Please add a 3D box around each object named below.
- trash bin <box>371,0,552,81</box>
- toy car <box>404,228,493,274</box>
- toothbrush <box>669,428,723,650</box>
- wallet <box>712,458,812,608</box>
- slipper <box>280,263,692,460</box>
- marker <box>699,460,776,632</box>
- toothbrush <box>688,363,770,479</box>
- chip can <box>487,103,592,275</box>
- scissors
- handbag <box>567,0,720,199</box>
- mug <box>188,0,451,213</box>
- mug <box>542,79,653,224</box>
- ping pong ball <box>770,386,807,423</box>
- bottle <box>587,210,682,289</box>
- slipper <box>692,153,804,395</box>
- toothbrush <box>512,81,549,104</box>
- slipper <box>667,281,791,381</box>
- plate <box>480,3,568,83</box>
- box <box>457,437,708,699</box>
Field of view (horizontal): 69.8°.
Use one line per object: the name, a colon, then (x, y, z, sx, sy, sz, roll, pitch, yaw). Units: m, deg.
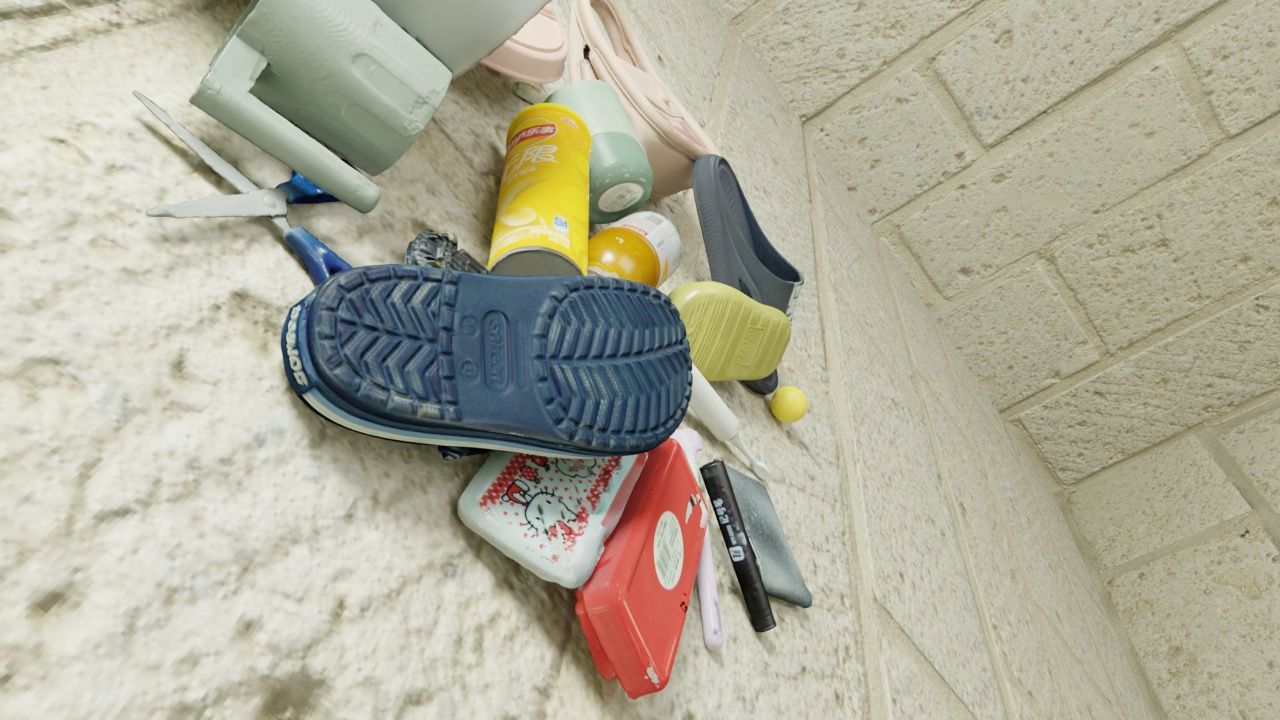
trash bin: (-0.172, -0.314, 0.555, 0.252, 0.230, 0.229, 49, 23, -34)
toy car: (-0.103, -0.038, 0.570, 0.105, 0.031, 0.048, 40, 29, -34)
toothbrush: (0.043, 0.127, 0.680, 0.029, 0.021, 0.188, 7, 44, -12)
wallet: (0.101, 0.147, 0.777, 0.097, 0.019, 0.120, 33, 31, -49)
slipper: (-0.075, 0.008, 0.505, 0.252, 0.095, 0.105, 3, 76, -44)
marker: (0.074, 0.140, 0.695, 0.022, 0.020, 0.132, 17, 54, -85)
toothbrush: (0.064, 0.045, 0.804, 0.221, 0.027, 0.026, 49, 15, -39)
chip can: (-0.073, -0.113, 0.682, 0.072, 0.072, 0.213, 44, 27, -31)
scissors: (-0.183, -0.075, 0.478, 0.162, 0.012, 0.175, 54, 21, -12)
handbag: (-0.013, -0.297, 0.991, 0.193, 0.093, 0.234, 2, 65, -65)
mug: (-0.173, -0.149, 0.502, 0.103, 0.084, 0.123, 35, 46, -32)
mug: (-0.040, -0.179, 0.839, 0.112, 0.082, 0.106, 87, -19, -68)
ping pong ball: (0.162, 0.048, 0.999, 0.040, 0.040, 0.040, 45, 26, -29)
bottle: (-0.015, -0.078, 0.758, 0.068, 0.068, 0.189, 55, 23, -6)
slipper: (0.123, -0.090, 0.968, 0.110, 0.083, 0.268, -44, 121, -63)
toothbrush: (-0.077, -0.256, 0.933, 0.018, 0.016, 0.191, 53, 20, 17)
slipper: (0.071, -0.029, 0.880, 0.082, 0.092, 0.190, 27, 10, 38)
plate: (-0.152, -0.328, 0.789, 0.229, 0.028, 0.229, 33, 31, -23)
box: (-0.018, 0.090, 0.560, 0.161, 0.060, 0.200, 50, 22, -9)
